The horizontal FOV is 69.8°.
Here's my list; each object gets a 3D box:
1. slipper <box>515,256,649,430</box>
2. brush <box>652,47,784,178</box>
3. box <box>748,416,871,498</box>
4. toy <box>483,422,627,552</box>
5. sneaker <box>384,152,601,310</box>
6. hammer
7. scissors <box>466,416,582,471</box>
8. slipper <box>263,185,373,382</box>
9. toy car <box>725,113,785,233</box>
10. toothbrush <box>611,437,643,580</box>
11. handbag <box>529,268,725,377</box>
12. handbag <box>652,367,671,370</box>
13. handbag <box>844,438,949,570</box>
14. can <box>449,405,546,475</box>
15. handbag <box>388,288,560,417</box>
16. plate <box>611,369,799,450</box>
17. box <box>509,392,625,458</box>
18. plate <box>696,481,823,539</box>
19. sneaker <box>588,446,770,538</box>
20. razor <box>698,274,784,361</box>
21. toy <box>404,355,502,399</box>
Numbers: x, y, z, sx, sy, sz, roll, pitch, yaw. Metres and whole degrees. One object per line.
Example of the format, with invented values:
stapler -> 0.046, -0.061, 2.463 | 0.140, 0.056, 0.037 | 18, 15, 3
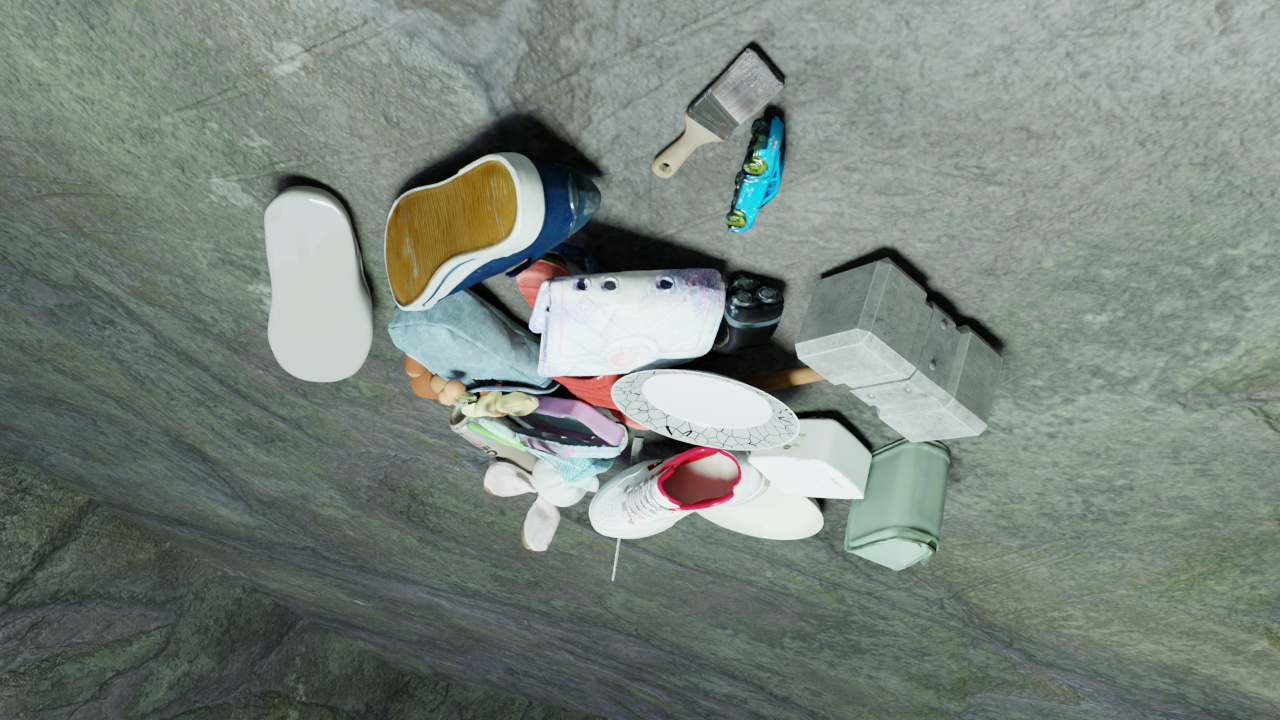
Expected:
slipper -> -0.060, -0.002, 0.952 | 0.104, 0.059, 0.249 | 5, 141, 40
brush -> 0.050, -0.175, 0.675 | 0.039, 0.012, 0.152 | 30, 148, -19
box -> 0.195, 0.094, 1.014 | 0.107, 0.091, 0.102 | -2, 149, 46
toy -> -0.093, 0.136, 1.190 | 0.206, 0.105, 0.131 | -42, 85, 25
sneaker -> -0.135, -0.108, 0.835 | 0.127, 0.120, 0.295 | -10, 177, -40
hammer -> 0.157, 0.014, 0.875 | 0.162, 0.082, 0.319 | 34, 154, -24
scissors -> -0.134, 0.095, 1.023 | 0.172, 0.021, 0.172 | 14, 159, 31
slipper -> -0.348, -0.091, 0.994 | 0.113, 0.080, 0.267 | 1, 137, -10
toy car -> 0.088, -0.136, 0.684 | 0.032, 0.048, 0.106 | 15, 149, -1
toothbrush -> -0.016, 0.187, 1.153 | 0.010, 0.181, 0.010 | 7, 175, 18
handbag -> -0.014, -0.034, 0.824 | 0.158, 0.069, 0.127 | -3, 157, -16
handbag -> -0.006, 0.006, 0.996 | 0.119, 0.029, 0.055 | 31, 150, -9
handbag -> 0.279, 0.155, 0.976 | 0.067, 0.121, 0.106 | 25, 150, -10
can -> -0.189, 0.102, 1.224 | 0.054, 0.054, 0.135 | -12, 137, 42
handbag -> -0.181, -0.001, 0.988 | 0.122, 0.118, 0.192 | -5, 150, 39
plate -> 0.065, 0.045, 0.913 | 0.188, 0.016, 0.189 | 12, 156, 5
box -> -0.100, 0.080, 1.083 | 0.078, 0.065, 0.214 | 22, 171, -31
plate -> 0.145, 0.174, 1.170 | 0.182, 0.034, 0.183 | 14, 150, 8
sneaker -> 0.028, 0.152, 1.073 | 0.237, 0.090, 0.104 | -18, 166, 24
razor -> 0.085, -0.035, 0.855 | 0.053, 0.063, 0.141 | -11, 169, -20
toy -> -0.218, 0.019, 1.106 | 0.127, 0.065, 0.095 | 10, -177, -6
